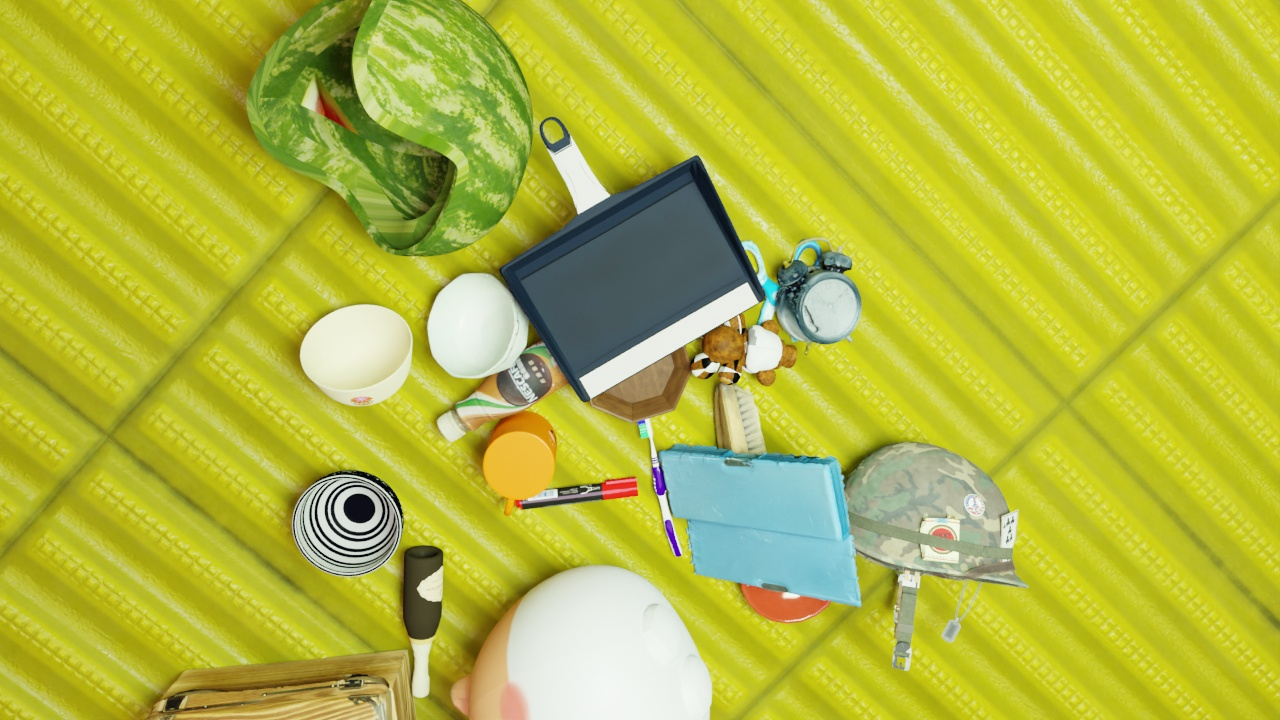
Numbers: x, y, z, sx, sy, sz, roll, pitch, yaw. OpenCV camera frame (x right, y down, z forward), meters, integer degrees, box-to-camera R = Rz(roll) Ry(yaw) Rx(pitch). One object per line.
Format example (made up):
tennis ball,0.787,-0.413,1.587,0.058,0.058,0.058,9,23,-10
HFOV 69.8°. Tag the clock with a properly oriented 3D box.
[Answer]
clock,0.200,-0.075,1.037,0.090,0.052,0.129,-16,103,-13

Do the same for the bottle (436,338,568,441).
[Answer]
bottle,-0.154,0.036,1.040,0.167,0.059,0.059,-32,101,3

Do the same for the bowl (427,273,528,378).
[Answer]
bowl,-0.170,-0.035,1.015,0.118,0.061,0.117,-4,82,26

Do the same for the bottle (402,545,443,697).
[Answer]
bottle,-0.261,0.315,1.095,0.045,0.045,0.184,3,101,-4

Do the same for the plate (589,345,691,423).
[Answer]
plate,-0.007,0.006,1.060,0.131,0.025,0.131,-1,101,-3

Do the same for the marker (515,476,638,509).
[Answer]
marker,-0.076,0.158,1.088,0.145,0.021,0.023,-6,94,-2

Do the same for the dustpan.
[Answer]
dustpan,-0.028,-0.124,0.956,0.236,0.080,0.273,-30,96,1

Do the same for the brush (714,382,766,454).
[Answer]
brush,0.122,0.116,1.073,0.043,0.059,0.195,-14,99,-14

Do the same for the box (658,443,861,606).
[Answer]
box,0.131,0.183,1.025,0.232,0.033,0.174,-2,108,43

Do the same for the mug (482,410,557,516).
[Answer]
mug,-0.139,0.122,1.039,0.077,0.096,0.113,15,100,-6

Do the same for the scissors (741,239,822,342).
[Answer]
scissors,0.167,-0.085,1.061,0.127,0.012,0.137,-25,102,-2

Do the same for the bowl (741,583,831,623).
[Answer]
bowl,0.179,0.256,1.115,0.122,0.035,0.122,-1,101,-3

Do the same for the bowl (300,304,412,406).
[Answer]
bowl,-0.305,0.007,1.013,0.118,0.117,0.074,-2,143,-3

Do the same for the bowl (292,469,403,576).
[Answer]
bowl,-0.329,0.179,1.054,0.120,0.066,0.120,-1,101,-3

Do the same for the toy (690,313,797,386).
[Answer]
toy,0.119,-0.012,1.043,0.112,0.067,0.087,9,79,-21

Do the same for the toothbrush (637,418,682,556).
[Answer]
toothbrush,0.023,0.150,1.096,0.016,0.015,0.187,-12,102,4

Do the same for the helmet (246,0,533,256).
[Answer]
helmet,-0.218,-0.237,0.898,0.214,0.242,0.247,-4,141,35

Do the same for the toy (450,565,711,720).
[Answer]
toy,-0.064,0.372,1.011,0.281,0.265,0.263,-28,99,18

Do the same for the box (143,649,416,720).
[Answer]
box,-0.404,0.476,1.036,0.279,0.220,0.259,-5,99,-1

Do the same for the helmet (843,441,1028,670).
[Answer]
helmet,0.316,0.216,1.031,0.224,0.192,0.236,28,85,19
